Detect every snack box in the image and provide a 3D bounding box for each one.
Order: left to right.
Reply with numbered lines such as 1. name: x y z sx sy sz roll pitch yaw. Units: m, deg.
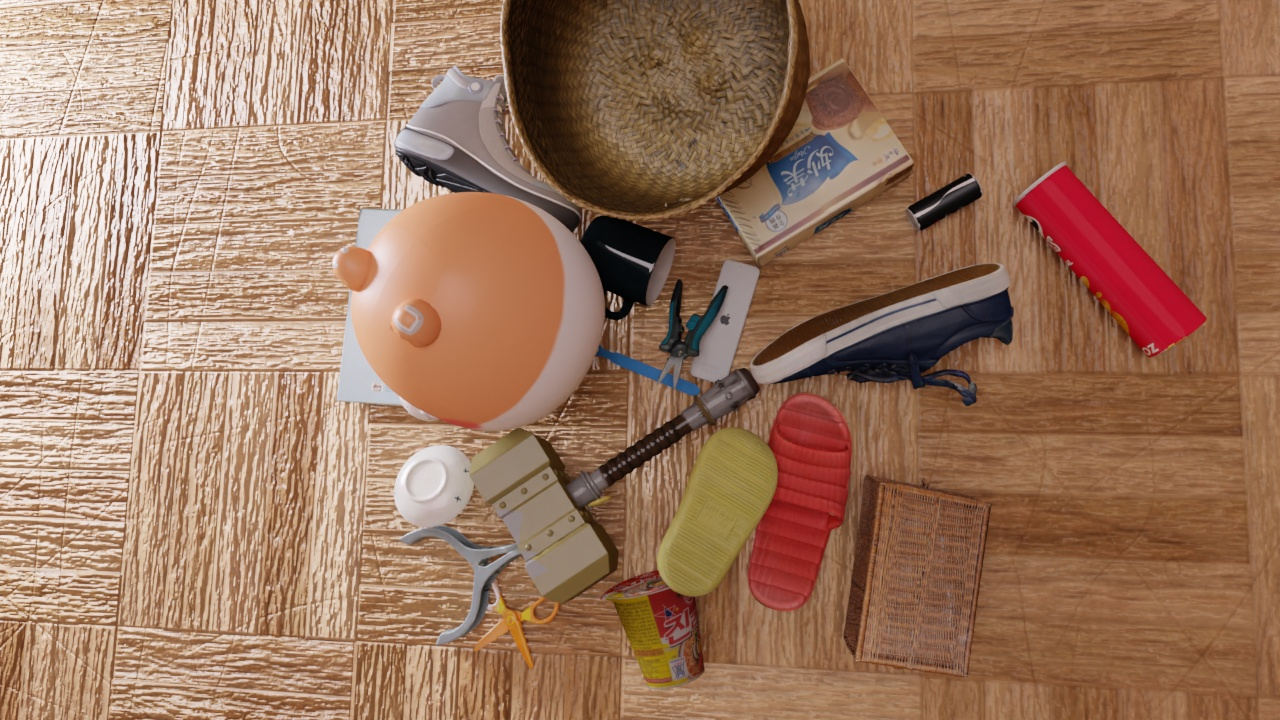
1. snack box: 0.187 -0.230 1.070 0.207 0.055 0.153 -31 78 5

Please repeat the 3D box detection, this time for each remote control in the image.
1. remote control: 0.100 -0.046 1.087 0.045 0.008 0.146 17 86 12

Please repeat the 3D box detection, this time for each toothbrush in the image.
1. toothbrush: -0.007 0.006 1.097 0.167 0.014 0.016 22 87 12

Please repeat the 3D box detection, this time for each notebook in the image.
1. notebook: -0.286 -0.067 1.160 0.181 0.009 0.253 4 83 11

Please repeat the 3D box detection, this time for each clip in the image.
1. clip: -0.214 0.276 1.088 0.169 0.031 0.164 3 91 23

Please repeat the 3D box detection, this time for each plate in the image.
1. plate: -0.253 0.147 1.103 0.104 0.026 0.104 -6 63 12

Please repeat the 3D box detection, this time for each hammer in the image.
1. hammer: -0.007 0.109 1.048 0.325 0.101 0.190 -33 78 -1

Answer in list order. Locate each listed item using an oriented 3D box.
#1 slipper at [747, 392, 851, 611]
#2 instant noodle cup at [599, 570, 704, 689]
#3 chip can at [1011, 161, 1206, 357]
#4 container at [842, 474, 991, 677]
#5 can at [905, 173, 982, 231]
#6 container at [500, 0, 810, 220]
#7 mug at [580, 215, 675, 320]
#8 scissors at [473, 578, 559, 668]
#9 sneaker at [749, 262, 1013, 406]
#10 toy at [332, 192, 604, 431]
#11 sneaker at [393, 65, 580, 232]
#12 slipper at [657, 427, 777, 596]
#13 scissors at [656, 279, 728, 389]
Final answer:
1. slipper: 0.176 0.158 1.022 0.103 0.059 0.248 10 86 12
2. instant noodle cup: 0.027 0.297 1.019 0.100 0.100 0.112 -17 88 8
3. chip can: 0.503 -0.109 0.990 0.069 0.069 0.220 -37 78 4
4. container: 0.287 0.223 0.966 0.113 0.114 0.198 9 86 7
5. can: 0.346 -0.180 1.047 0.080 0.031 0.031 -29 79 6
6. container: 0.027 -0.305 0.958 0.307 0.196 0.307 3 102 16
7. mug: -0.023 -0.104 1.087 0.094 0.085 0.122 23 116 13
8. scissors: -0.153 0.303 1.088 0.125 0.011 0.131 -40 77 6
9. sneaker: 0.272 -0.004 1.014 0.295 0.120 0.127 -17 103 5
10. toy: -0.185 -0.052 0.996 0.263 0.280 0.266 38 105 33
11. sneaker: -0.165 -0.265 1.130 0.257 0.093 0.160 25 79 11
12. slipper: 0.083 0.168 1.001 0.091 0.082 0.190 26 75 7
13. scissors: 0.053 -0.041 1.067 0.151 0.019 0.119 -38 55 -5
